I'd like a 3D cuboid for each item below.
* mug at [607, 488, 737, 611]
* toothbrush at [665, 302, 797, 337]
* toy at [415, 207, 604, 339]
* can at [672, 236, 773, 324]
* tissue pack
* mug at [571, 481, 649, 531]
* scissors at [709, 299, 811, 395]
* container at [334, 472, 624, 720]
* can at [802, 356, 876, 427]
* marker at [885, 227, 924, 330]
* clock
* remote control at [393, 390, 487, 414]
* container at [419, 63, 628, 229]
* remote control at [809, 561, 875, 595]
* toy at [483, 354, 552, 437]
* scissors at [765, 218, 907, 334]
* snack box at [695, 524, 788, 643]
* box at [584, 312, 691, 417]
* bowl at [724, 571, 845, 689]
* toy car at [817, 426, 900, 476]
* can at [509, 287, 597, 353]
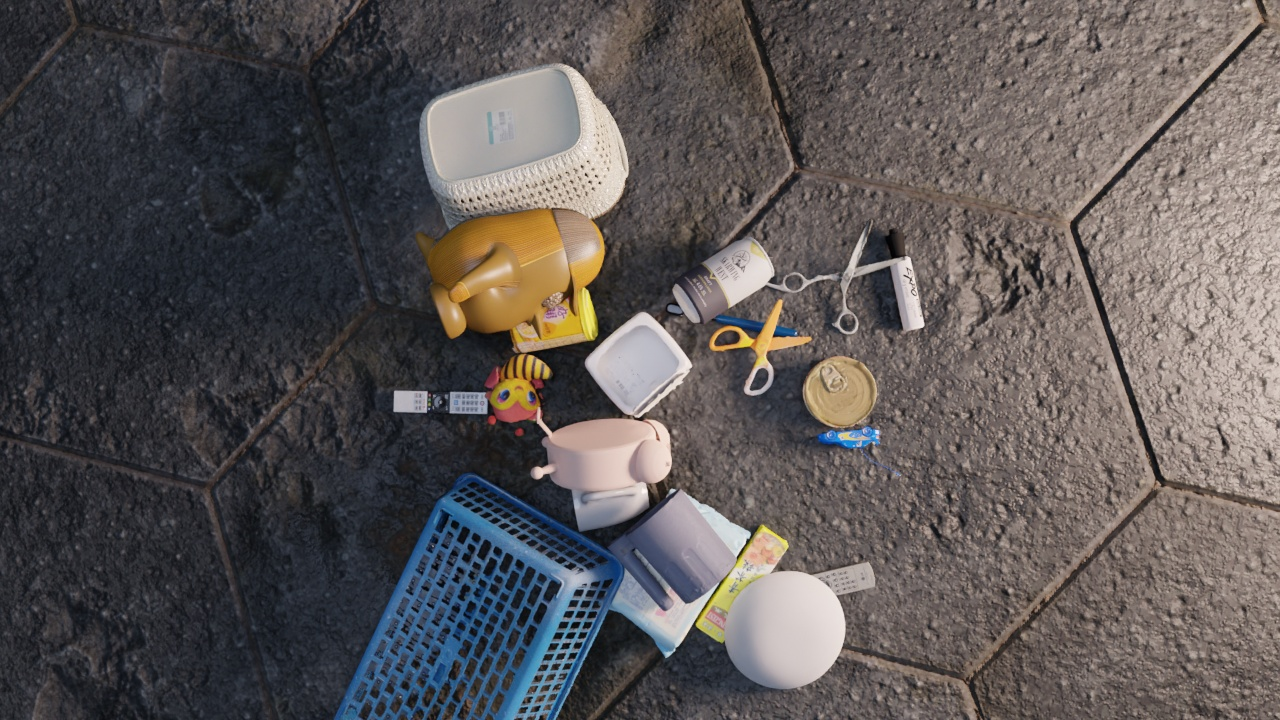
[{"bbox_3d":[0.034,0.223,1.054,0.104,0.083,0.124,49,120,3],"label":"mug"},{"bbox_3d":[0.113,-0.049,1.151,0.168,0.014,0.014,12,89,5],"label":"toothbrush"},{"bbox_3d":[-0.139,-0.103,1.071,0.203,0.198,0.162,-20,99,-4],"label":"toy"},{"bbox_3d":[0.106,-0.101,1.122,0.127,0.064,0.064,-33,85,-5],"label":"can"},{"bbox_3d":[0.039,0.257,1.123,0.112,0.070,0.182,33,94,6],"label":"tissue pack"},{"bbox_3d":[-0.036,0.164,1.114,0.089,0.107,0.071,-10,79,-3],"label":"mug"},{"bbox_3d":[0.150,-0.012,1.139,0.125,0.011,0.127,-7,98,9],"label":"scissors"},{"bbox_3d":[-0.210,0.347,1.104,0.257,0.089,0.362,26,91,21],"label":"container"},{"bbox_3d":[0.242,0.038,1.120,0.086,0.043,0.086,0,88,5],"label":"can"},{"bbox_3d":[0.323,-0.100,1.125,0.025,0.025,0.126,-11,87,5],"label":"marker"},{"bbox_3d":[-0.044,0.101,1.098,0.160,0.131,0.086,3,103,0],"label":"clock"},{"bbox_3d":[-0.258,0.054,1.186,0.124,0.012,0.028,1,88,6],"label":"remote control"},{"bbox_3d":[-0.148,-0.254,1.118,0.246,0.143,0.184,-15,74,5],"label":"container"},{"bbox_3d":[0.219,0.278,1.130,0.136,0.013,0.033,-15,87,5],"label":"remote control"},{"bbox_3d":[-0.155,0.039,1.159,0.084,0.046,0.103,27,101,-1],"label":"toy"},{"bbox_3d":[0.239,-0.103,1.130,0.174,0.014,0.141,2,101,13],"label":"scissors"},{"bbox_3d":[0.125,0.275,1.132,0.040,0.029,0.148,34,92,6],"label":"snack box"},{"bbox_3d":[0.001,0.015,1.100,0.109,0.137,0.126,-40,84,5],"label":"box"},{"bbox_3d":[0.178,0.331,1.101,0.149,0.043,0.149,-1,98,-5],"label":"bowl"},{"bbox_3d":[0.266,0.114,1.118,0.092,0.033,0.062,-7,81,6],"label":"toy car"},{"bbox_3d":[-0.110,-0.050,1.147,0.105,0.067,0.067,-10,87,6],"label":"can"}]
